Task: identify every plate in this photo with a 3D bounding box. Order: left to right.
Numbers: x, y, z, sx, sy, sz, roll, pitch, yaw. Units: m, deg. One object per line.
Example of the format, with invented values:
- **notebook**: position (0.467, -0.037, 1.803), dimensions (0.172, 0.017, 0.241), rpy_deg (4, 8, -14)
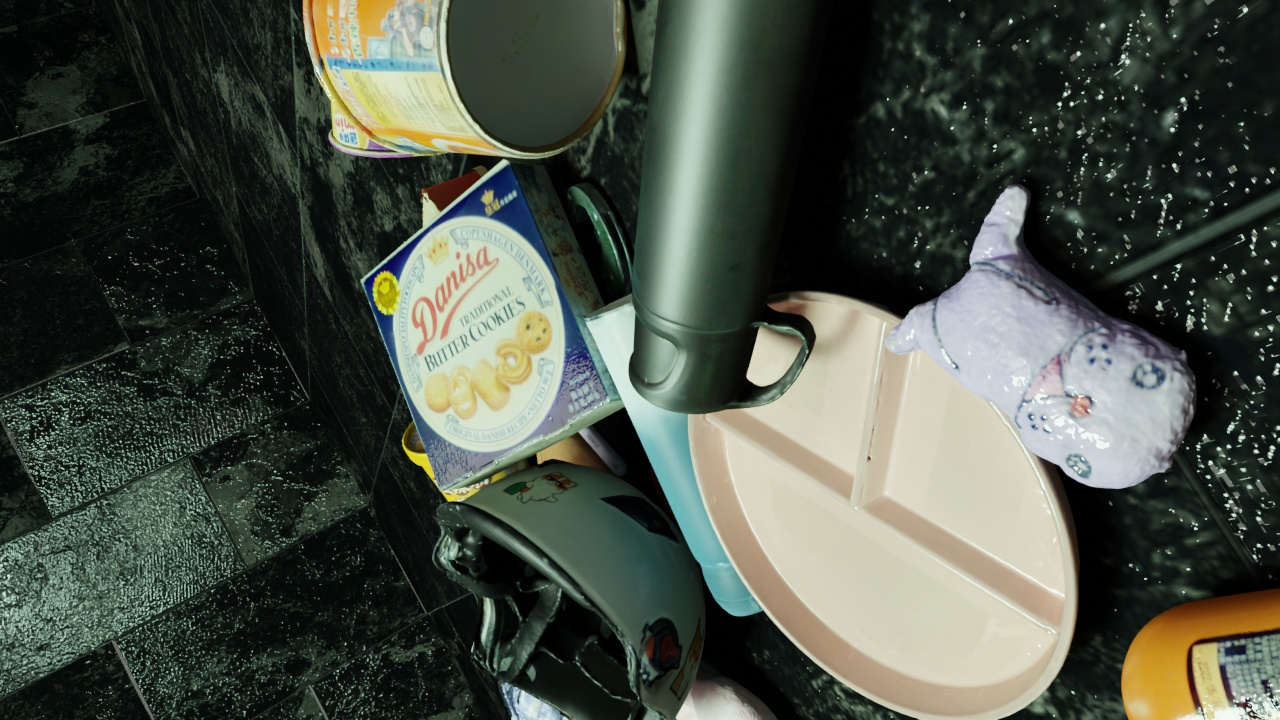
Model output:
- **plate**: position (0.111, 0.072, 0.461), dimensions (0.230, 0.028, 0.230), rpy_deg (31, 132, 40)

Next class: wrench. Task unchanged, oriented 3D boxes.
- **wrench**: position (-0.004, 0.004, 0.662), dimensions (0.056, 0.016, 0.274), rpy_deg (27, 138, 56)

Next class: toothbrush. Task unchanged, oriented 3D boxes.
- **toothbrush**: position (-0.071, 0.037, 0.824), dimensions (0.189, 0.029, 0.021), rpy_deg (45, -169, 30)

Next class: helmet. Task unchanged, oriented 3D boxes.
- **helmet**: position (-0.037, 0.181, 0.736), dimensions (0.230, 0.156, 0.274), rpy_deg (18, 133, 37)

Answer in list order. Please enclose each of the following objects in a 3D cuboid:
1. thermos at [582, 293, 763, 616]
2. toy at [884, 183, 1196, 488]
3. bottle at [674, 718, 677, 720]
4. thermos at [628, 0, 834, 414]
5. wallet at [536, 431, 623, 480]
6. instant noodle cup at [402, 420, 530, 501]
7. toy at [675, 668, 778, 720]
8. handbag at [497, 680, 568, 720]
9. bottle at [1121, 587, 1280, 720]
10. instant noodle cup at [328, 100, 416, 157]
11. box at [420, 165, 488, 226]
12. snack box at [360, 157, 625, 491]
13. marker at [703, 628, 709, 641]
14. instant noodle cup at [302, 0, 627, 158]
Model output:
- **thermos**: position (0.036, 0.058, 0.584), dimensions (0.070, 0.070, 0.220), rpy_deg (-5, 111, 64)
- **toy**: position (0.151, -0.002, 0.335), dimensions (0.108, 0.038, 0.084), rpy_deg (50, 131, 29)
- **bottle**: position (-0.007, 0.301, 0.911), dimensions (0.218, 0.065, 0.065), rpy_deg (60, 155, 4)
- **thermos**: position (0.045, -0.085, 0.388), dimensions (0.090, 0.068, 0.243), rpy_deg (16, 129, 14)
- **wallet**: position (-0.059, 0.109, 0.861), dimensions (0.132, 0.031, 0.108), rpy_deg (40, 146, 41)
- **instant noodle cup**: position (-0.178, 0.106, 0.991), dimensions (0.118, 0.118, 0.114), rpy_deg (23, 142, 54)
- **toy**: position (0.074, 0.307, 0.773), dimensions (0.160, 0.054, 0.121), rpy_deg (21, 138, 49)
- **handbag**: position (-0.063, 0.334, 0.940), dimensions (0.134, 0.076, 0.193), rpy_deg (61, -168, 7)
- **bottle**: position (0.221, 0.094, 0.277), dimensions (0.066, 0.066, 0.150), rpy_deg (56, 148, 13)
- **instant noodle cup**: position (-0.187, -0.217, 0.692), dimensions (0.111, 0.111, 0.099), rpy_deg (37, 138, 43)
- **box**: position (-0.121, -0.066, 0.745), dimensions (0.168, 0.075, 0.091), rpy_deg (53, 153, 21)
- **snack box**: position (-0.107, -0.020, 0.661), dimensions (0.178, 0.045, 0.182), rpy_deg (-30, 80, 34)
- **marker**: position (0.034, 0.253, 0.840), dimensions (0.015, 0.018, 0.124), rpy_deg (55, 154, 4)
- **instant noodle cup**: position (-0.086, -0.178, 0.495), dimensions (0.111, 0.151, 0.151), rpy_deg (25, 137, 41)
